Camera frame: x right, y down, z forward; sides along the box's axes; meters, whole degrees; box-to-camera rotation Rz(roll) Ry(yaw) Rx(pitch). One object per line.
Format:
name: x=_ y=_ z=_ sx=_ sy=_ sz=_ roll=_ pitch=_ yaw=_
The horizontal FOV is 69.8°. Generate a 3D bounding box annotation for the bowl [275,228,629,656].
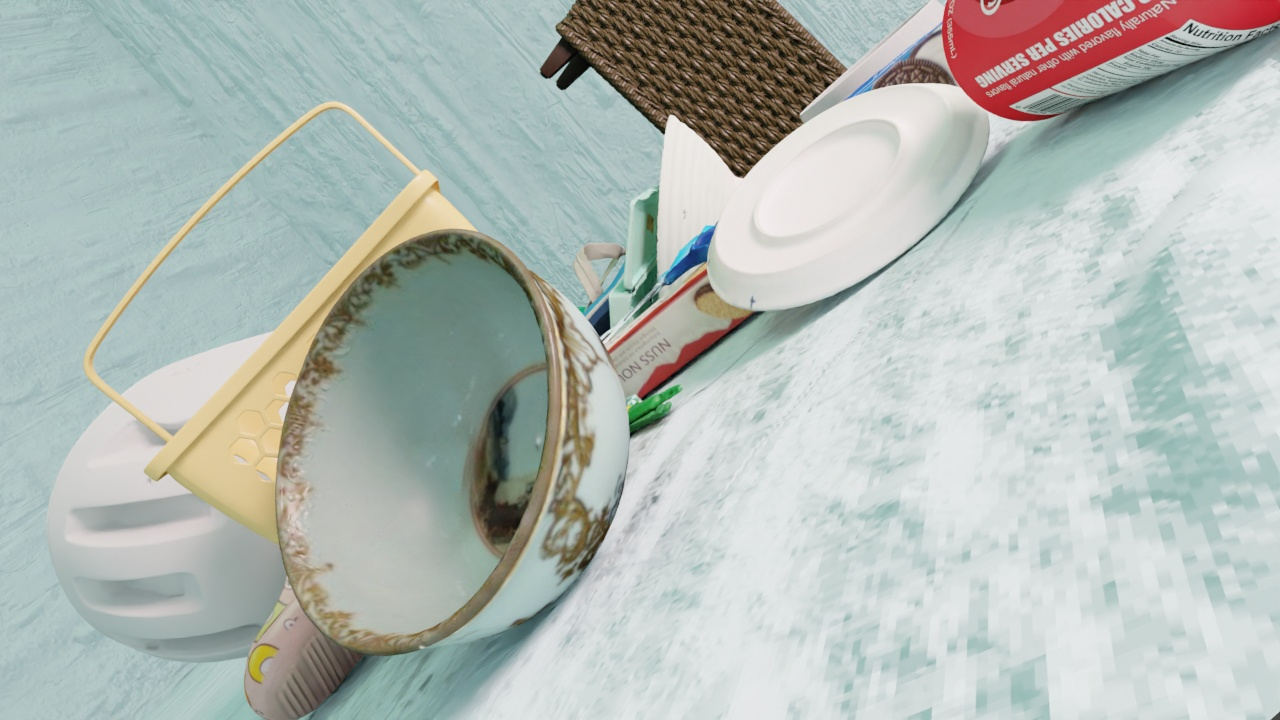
bowl: x=-0.062 y=0.038 z=0.372 sx=0.160 sy=0.159 sz=0.093 roll=-39 pitch=-34 yaw=25

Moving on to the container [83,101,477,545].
container: x=-0.157 y=-0.014 z=0.465 sx=0.183 sy=0.167 sz=0.129 roll=-48 pitch=12 yaw=-3

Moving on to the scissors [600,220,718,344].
scissors: x=0.014 y=-0.047 z=0.544 sx=0.133 sy=0.015 sz=0.104 roll=-44 pitch=8 yaw=-19

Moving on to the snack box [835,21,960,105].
snack box: x=0.162 y=-0.157 z=0.592 sx=0.227 sy=0.059 sz=0.059 roll=-36 pitch=6 yaw=35

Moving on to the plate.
plate: x=0.095 y=-0.087 z=0.458 sx=0.157 sy=0.014 sz=0.156 roll=-31 pitch=31 yaw=21

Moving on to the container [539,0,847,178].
container: x=0.064 y=-0.293 z=0.984 sx=0.205 sy=0.321 sz=0.176 roll=-47 pitch=5 yaw=10

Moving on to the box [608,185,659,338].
box: x=0.001 y=-0.074 z=0.767 sx=0.033 sy=0.136 sz=0.186 roll=-1 pitch=13 yaw=7

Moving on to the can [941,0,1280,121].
can: x=0.168 y=-0.135 z=0.325 sx=0.074 sy=0.074 sz=0.142 roll=-42 pitch=6 yaw=-4

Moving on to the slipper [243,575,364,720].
slipper: x=-0.183 y=0.121 z=0.565 sx=0.093 sy=0.081 sz=0.196 roll=87 pitch=-152 yaw=-52

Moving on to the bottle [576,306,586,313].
bottle: x=-0.078 y=-0.005 z=0.961 sx=0.068 sy=0.068 sz=0.209 roll=-40 pitch=6 yaw=15

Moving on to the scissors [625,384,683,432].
scissors: x=-0.003 y=0.031 z=0.531 sx=0.070 sy=0.014 sz=0.131 roll=-48 pitch=8 yaw=-36

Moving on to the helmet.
helmet: x=-0.263 y=0.097 z=0.664 sx=0.281 sy=0.224 sz=0.184 roll=-16 pitch=19 yaw=-30

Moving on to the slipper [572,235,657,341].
slipper: x=-0.037 y=-0.054 z=0.890 sx=0.294 sy=0.060 sz=0.118 roll=-57 pitch=-22 yaw=-55

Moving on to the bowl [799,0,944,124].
bowl: x=0.198 y=-0.215 z=0.730 sx=0.132 sy=0.064 sz=0.131 roll=-41 pitch=6 yaw=5

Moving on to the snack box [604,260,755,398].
snack box: x=0.029 y=-0.029 z=0.585 sx=0.274 sy=0.044 sz=0.076 roll=-38 pitch=8 yaw=32

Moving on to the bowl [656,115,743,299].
bowl: x=0.056 y=-0.126 z=0.816 sx=0.071 sy=0.177 sz=0.177 roll=3 pitch=14 yaw=6
